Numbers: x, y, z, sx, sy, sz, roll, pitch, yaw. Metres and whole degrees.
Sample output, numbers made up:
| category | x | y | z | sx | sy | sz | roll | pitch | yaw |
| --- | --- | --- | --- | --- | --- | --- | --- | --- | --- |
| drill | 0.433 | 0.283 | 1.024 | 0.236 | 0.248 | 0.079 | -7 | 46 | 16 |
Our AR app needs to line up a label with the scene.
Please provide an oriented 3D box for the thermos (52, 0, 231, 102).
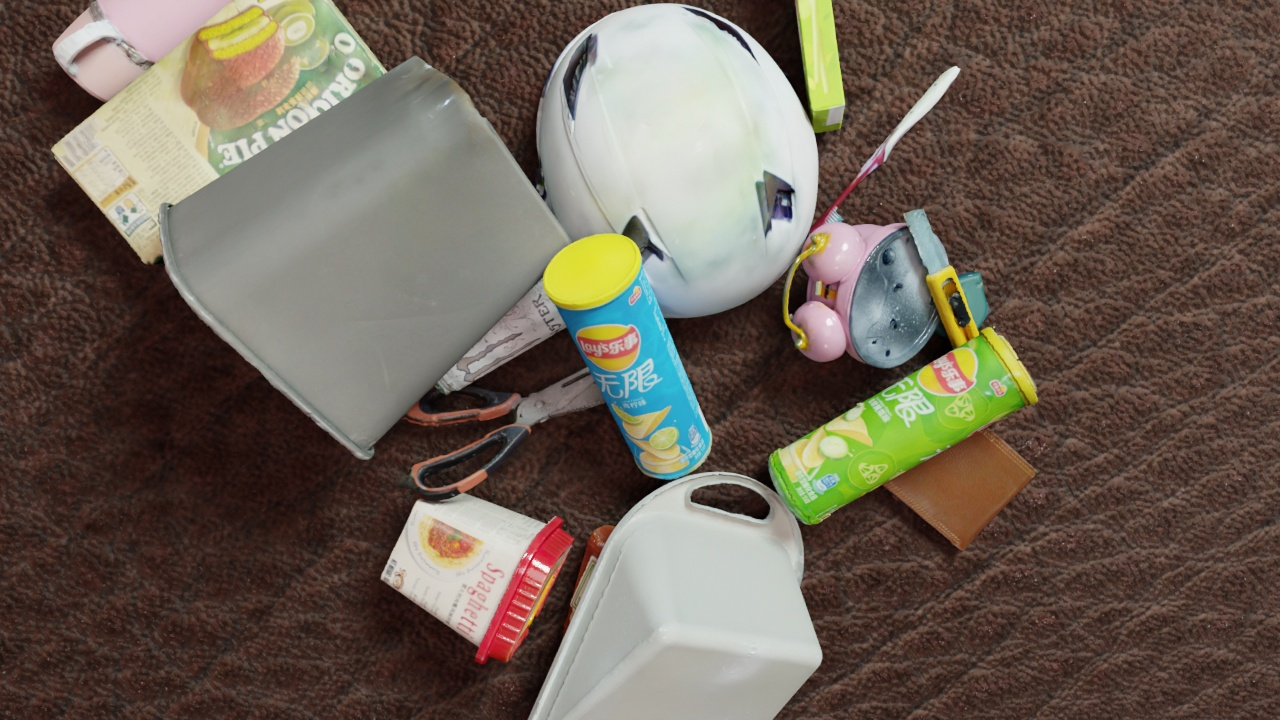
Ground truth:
| category | x | y | z | sx | sy | sz | roll | pitch | yaw |
| --- | --- | --- | --- | --- | --- | --- | --- | --- | --- |
| thermos | -0.353 | -0.278 | 0.696 | 0.198 | 0.087 | 0.067 | -37 | 101 | 1 |

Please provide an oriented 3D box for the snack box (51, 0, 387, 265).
| category | x | y | z | sx | sy | sz | roll | pitch | yaw |
| --- | --- | --- | --- | --- | --- | --- | --- | --- | --- |
| snack box | -0.322 | -0.191 | 0.722 | 0.240 | 0.063 | 0.114 | -38 | 99 | 2 |

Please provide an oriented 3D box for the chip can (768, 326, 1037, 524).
| category | x | y | z | sx | sy | sz | roll | pitch | yaw |
| --- | --- | --- | --- | --- | --- | --- | --- | --- | --- |
| chip can | 0.212 | 0.058 | 0.764 | 0.222 | 0.072 | 0.072 | -33 | 99 | 14 |

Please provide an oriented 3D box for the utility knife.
| category | x | y | z | sx | sy | sz | roll | pitch | yaw |
| --- | --- | --- | --- | --- | --- | --- | --- | --- | --- |
| utility knife | 0.256 | -0.043 | 0.754 | 0.033 | 0.015 | 0.218 | -45 | 127 | -13 |

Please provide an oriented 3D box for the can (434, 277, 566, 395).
| category | x | y | z | sx | sy | sz | roll | pitch | yaw |
| --- | --- | --- | --- | --- | --- | --- | --- | --- | --- |
| can | -0.112 | -0.031 | 0.758 | 0.147 | 0.058 | 0.058 | -31 | 99 | 0 |

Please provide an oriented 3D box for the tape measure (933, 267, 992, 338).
| category | x | y | z | sx | sy | sz | roll | pitch | yaw |
| --- | --- | --- | --- | --- | --- | --- | --- | --- | --- |
| tape measure | 0.273 | -0.046 | 0.796 | 0.058 | 0.025 | 0.054 | -18 | 98 | 0 |

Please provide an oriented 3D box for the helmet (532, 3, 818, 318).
| category | x | y | z | sx | sy | sz | roll | pitch | yaw |
| --- | --- | --- | --- | --- | --- | --- | --- | --- | --- |
| helmet | 0.028 | -0.156 | 0.705 | 0.229 | 0.146 | 0.259 | -18 | 98 | -1 |

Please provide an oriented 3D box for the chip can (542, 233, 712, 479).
| category | x | y | z | sx | sy | sz | roll | pitch | yaw |
| --- | --- | --- | --- | --- | --- | --- | --- | --- | --- |
| chip can | -0.004 | 0.004 | 0.704 | 0.071 | 0.071 | 0.210 | -24 | 134 | 0 |

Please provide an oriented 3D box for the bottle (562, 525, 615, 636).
| category | x | y | z | sx | sy | sz | roll | pitch | yaw |
| --- | --- | --- | --- | --- | --- | --- | --- | --- | --- |
| bottle | -0.043 | 0.248 | 0.801 | 0.060 | 0.059 | 0.206 | 16 | 97 | -6 |

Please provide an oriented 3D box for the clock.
| category | x | y | z | sx | sy | sz | roll | pitch | yaw |
| --- | --- | --- | --- | --- | --- | --- | --- | --- | --- |
| clock | 0.176 | -0.056 | 0.742 | 0.158 | 0.060 | 0.117 | -6 | 111 | -35 |

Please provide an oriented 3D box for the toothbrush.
| category | x | y | z | sx | sy | sz | roll | pitch | yaw |
| --- | --- | --- | --- | --- | --- | --- | --- | --- | --- |
| toothbrush | 0.209 | -0.174 | 0.779 | 0.017 | 0.016 | 0.187 | 39 | 94 | -16 |

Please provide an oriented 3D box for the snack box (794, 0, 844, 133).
| category | x | y | z | sx | sy | sz | roll | pitch | yaw |
| --- | --- | --- | --- | --- | --- | --- | --- | --- | --- |
| snack box | 0.137 | -0.265 | 0.718 | 0.026 | 0.085 | 0.156 | -7 | 92 | 11 |

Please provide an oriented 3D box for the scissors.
| category | x | y | z | sx | sy | sz | roll | pitch | yaw |
| --- | --- | --- | --- | --- | --- | --- | --- | --- | --- |
| scissors | -0.108 | 0.040 | 0.769 | 0.213 | 0.015 | 0.196 | 15 | 58 | 17 |

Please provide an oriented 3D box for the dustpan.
| category | x | y | z | sx | sy | sz | roll | pitch | yaw |
| --- | --- | --- | --- | --- | --- | --- | --- | --- | --- |
| dustpan | 0.036 | 0.231 | 0.793 | 0.222 | 0.142 | 0.258 | 18 | 125 | -28 |

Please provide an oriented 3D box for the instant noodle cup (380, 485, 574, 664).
| category | x | y | z | sx | sy | sz | roll | pitch | yaw |
| --- | --- | --- | --- | --- | --- | --- | --- | --- | --- |
| instant noodle cup | -0.136 | 0.170 | 0.766 | 0.124 | 0.116 | 0.116 | 27 | 96 | 6 |

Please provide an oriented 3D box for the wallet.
| category | x | y | z | sx | sy | sz | roll | pitch | yaw |
| --- | --- | --- | --- | --- | --- | --- | --- | --- | --- |
| wallet | 0.275 | 0.097 | 0.816 | 0.124 | 0.032 | 0.101 | 39 | 97 | -7 |

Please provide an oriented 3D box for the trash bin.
| category | x | y | z | sx | sy | sz | roll | pitch | yaw |
| --- | --- | --- | --- | --- | --- | --- | --- | --- | --- |
| trash bin | -0.193 | -0.087 | 0.672 | 0.219 | 0.198 | 0.199 | -40 | 128 | -5 |
